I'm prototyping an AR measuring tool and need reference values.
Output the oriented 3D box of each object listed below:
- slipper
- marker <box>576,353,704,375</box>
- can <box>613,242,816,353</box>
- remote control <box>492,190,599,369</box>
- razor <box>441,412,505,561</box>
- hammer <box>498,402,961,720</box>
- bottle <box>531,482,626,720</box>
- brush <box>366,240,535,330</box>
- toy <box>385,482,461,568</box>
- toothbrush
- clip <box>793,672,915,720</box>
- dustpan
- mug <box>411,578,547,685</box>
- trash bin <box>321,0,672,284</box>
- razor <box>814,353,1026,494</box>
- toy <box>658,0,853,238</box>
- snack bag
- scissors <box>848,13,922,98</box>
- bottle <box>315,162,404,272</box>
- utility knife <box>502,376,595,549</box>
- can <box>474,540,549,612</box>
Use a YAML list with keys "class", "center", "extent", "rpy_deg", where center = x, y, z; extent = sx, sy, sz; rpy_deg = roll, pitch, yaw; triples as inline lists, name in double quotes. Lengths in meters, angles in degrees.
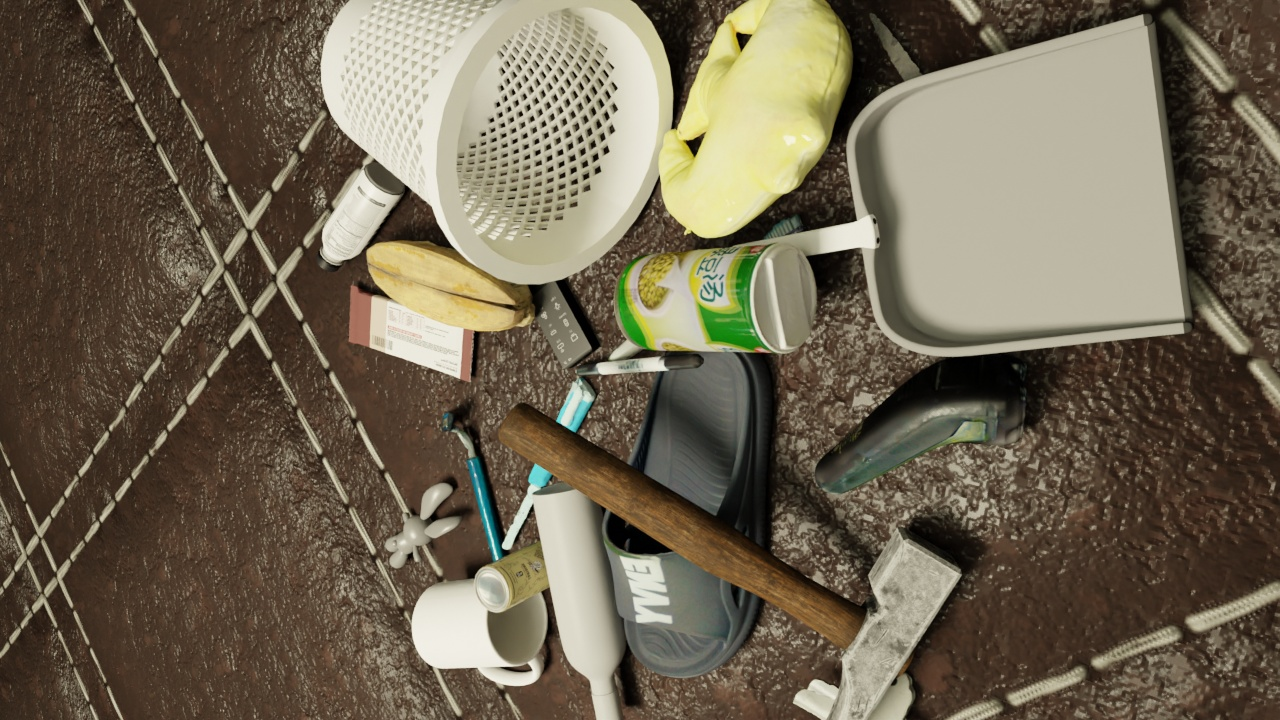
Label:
- class: "slipper"
  center: [0.030, 0.112, 0.651]
  extent: [0.111, 0.083, 0.268]
  rpy_deg: [14, 104, 29]
- class: "marker"
  center: [-0.004, 0.004, 0.668]
  extent: [0.152, 0.011, 0.011]
  rpy_deg: [-5, 95, 55]
- class: "can"
  center: [0.047, -0.039, 0.591]
  extent: [0.121, 0.067, 0.067]
  rpy_deg: [2, 99, 44]
- class: "remote control"
  center: [-0.082, -0.065, 0.737]
  extent: [0.035, 0.013, 0.150]
  rpy_deg: [-36, 78, 33]
- class: "razor"
  center: [-0.142, 0.113, 0.804]
  extent: [0.144, 0.022, 0.042]
  rpy_deg: [71, 162, -1]
- class: "hammer"
  center: [0.021, 0.148, 0.601]
  extent: [0.300, 0.037, 0.218]
  rpy_deg: [30, 98, 6]
- class: "bottle"
  center: [-0.042, 0.196, 0.729]
  extent: [0.053, 0.052, 0.195]
  rpy_deg: [-10, 92, 34]
- class: "brush"
  center: [-0.162, -0.065, 0.766]
  extent: [0.195, 0.043, 0.059]
  rpy_deg: [20, 112, 36]
- class: "toy"
  center: [-0.204, 0.156, 0.845]
  extent: [0.112, 0.030, 0.049]
  rpy_deg: [-42, 60, 37]
- class: "toothbrush"
  center: [0.042, -0.046, 0.657]
  extent: [0.190, 0.016, 0.017]
  rpy_deg: [-35, 68, 32]
- class: "clip"
  center: [0.159, 0.238, 0.616]
  extent: [0.102, 0.057, 0.052]
  rpy_deg: [25, 135, 27]
- class: "dustpan"
  center: [0.167, -0.082, 0.544]
  extent: [0.258, 0.033, 0.163]
  rpy_deg: [-6, 98, 41]
- class: "mug"
  center: [-0.129, 0.239, 0.791]
  extent: [0.091, 0.073, 0.110]
  rpy_deg: [-15, 115, 34]
- class: "trash bin"
  center: [-0.116, -0.182, 0.650]
  extent: [0.200, 0.195, 0.196]
  rpy_deg: [32, 114, 36]
- class: "razor"
  center: [0.173, 0.048, 0.569]
  extent: [0.067, 0.053, 0.152]
  rpy_deg: [42, 128, -8]
- class: "toy"
  center: [0.069, -0.151, 0.581]
  extent: [0.171, 0.064, 0.154]
  rpy_deg: [-60, 37, 21]
- class: "snack bag"
  center: [-0.209, -0.026, 0.828]
  extent: [0.158, 0.013, 0.057]
  rpy_deg: [15, 108, 31]
- class: "scissors"
  center: [0.189, -0.138, 0.543]
  extent: [0.166, 0.012, 0.157]
  rpy_deg: [-4, 97, 38]
- class: "bottle"
  center: [-0.258, -0.125, 0.828]
  extent: [0.116, 0.041, 0.041]
  rpy_deg: [-44, 73, 31]
- class: "utility knife"
  center: [-0.083, 0.090, 0.761]
  extent: [0.022, 0.015, 0.179]
  rpy_deg: [40, 116, 23]
- class: "can"
  center: [-0.094, 0.172, 0.744]
  extent: [0.038, 0.079, 0.038]
  rpy_deg: [6, 101, 33]
